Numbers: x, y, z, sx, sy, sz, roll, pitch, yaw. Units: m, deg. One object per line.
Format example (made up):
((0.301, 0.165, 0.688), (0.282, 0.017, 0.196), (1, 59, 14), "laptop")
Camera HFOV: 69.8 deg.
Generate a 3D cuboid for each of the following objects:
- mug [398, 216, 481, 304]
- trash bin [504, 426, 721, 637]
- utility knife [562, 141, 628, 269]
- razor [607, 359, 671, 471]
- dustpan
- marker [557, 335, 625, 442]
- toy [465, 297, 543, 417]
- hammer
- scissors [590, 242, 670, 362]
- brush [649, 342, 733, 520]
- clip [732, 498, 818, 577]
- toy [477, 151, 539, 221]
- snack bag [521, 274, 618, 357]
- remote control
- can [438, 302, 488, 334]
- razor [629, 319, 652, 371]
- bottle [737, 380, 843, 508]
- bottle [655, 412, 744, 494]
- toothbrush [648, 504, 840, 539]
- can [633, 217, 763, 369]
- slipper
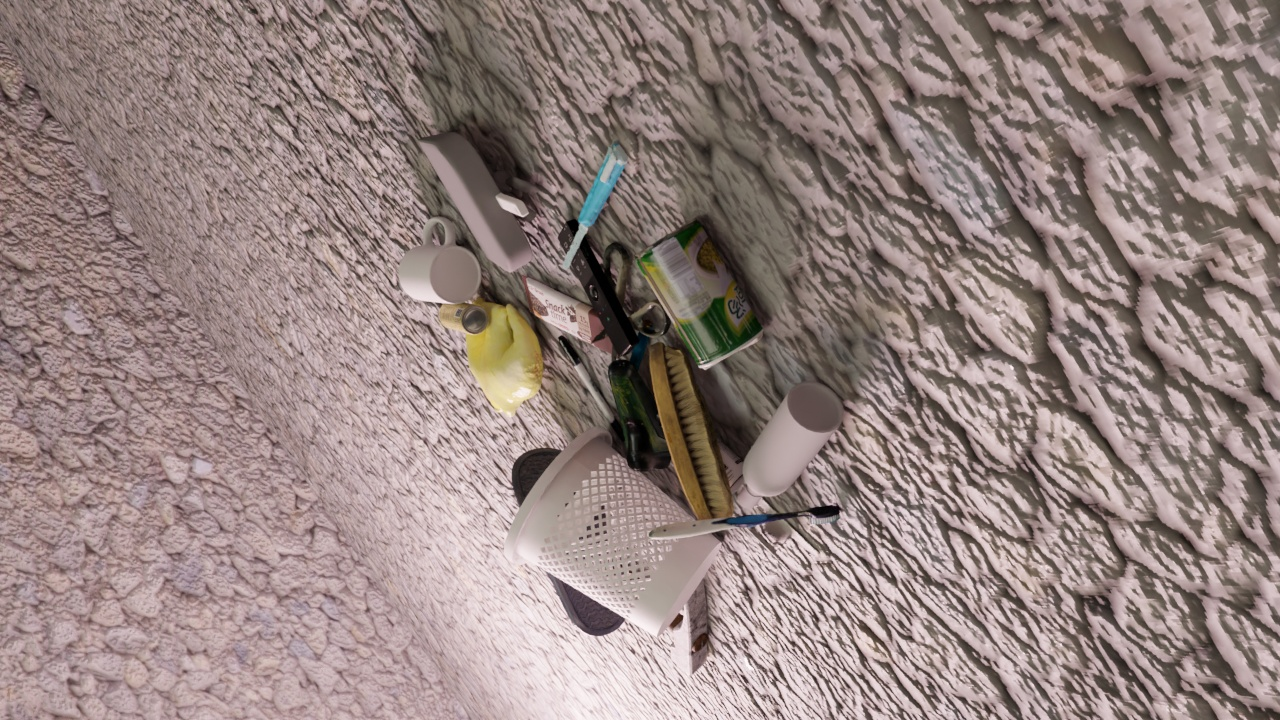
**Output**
((-0.261, -0.130, 1.188), (0.091, 0.073, 0.110), (9, 102, 51), "mug")
((-0.023, 0.215, 1.098), (0.199, 0.195, 0.196), (33, 145, 15), "trash bin")
((-0.052, -0.146, 0.905), (0.022, 0.015, 0.179), (48, 142, 9), "utility knife")
((-0.005, 0.065, 1.012), (0.054, 0.067, 0.151), (-2, 131, 19), "razor")
((-0.168, -0.169, 0.992), (0.163, 0.033, 0.258), (61, 169, -23), "dustpan")
((-0.058, 0.035, 1.118), (0.152, 0.011, 0.011), (59, 150, -8), "marker")
((-0.182, -0.004, 1.199), (0.171, 0.064, 0.155), (15, 115, 52), "toy")
((-0.024, 0.290, 1.301), (0.301, 0.037, 0.218), (32, 143, 34), "hammer")
((-0.017, -0.047, 0.957), (0.166, 0.012, 0.158), (21, 126, 49), "scissors")
((0.051, 0.073, 0.926), (0.059, 0.043, 0.195), (0, -107, -77), "brush")
((0.140, 0.184, 0.979), (0.102, 0.051, 0.058), (45, 120, 17), "clip")
((-0.153, -0.194, 1.003), (0.112, 0.030, 0.049), (39, 132, 34), "toy")
((-0.084, -0.053, 1.064), (0.158, 0.013, 0.057), (28, 139, 38), "snack bag")
((-0.045, -0.076, 0.957), (0.150, 0.013, 0.035), (62, 151, 11), "remote control")
((-0.230, -0.056, 1.187), (0.080, 0.038, 0.038), (14, 131, 56), "can")
((-0.006, 0.006, 1.007), (0.042, 0.022, 0.144), (41, 147, 19), "razor")
((0.131, 0.092, 0.871), (0.052, 0.052, 0.196), (45, 149, 16), "bottle")
((0.063, 0.092, 0.977), (0.116, 0.041, 0.041), (43, 148, 19), "bottle")
((0.101, 0.161, 0.898), (0.016, 0.189, 0.017), (-91, -10, -49), "toothbrush")
((0.052, -0.058, 0.816), (0.121, 0.067, 0.067), (59, 150, -6), "can")
((-0.096, 0.246, 1.266), (0.268, 0.110, 0.083), (67, 161, 5), "slipper")
